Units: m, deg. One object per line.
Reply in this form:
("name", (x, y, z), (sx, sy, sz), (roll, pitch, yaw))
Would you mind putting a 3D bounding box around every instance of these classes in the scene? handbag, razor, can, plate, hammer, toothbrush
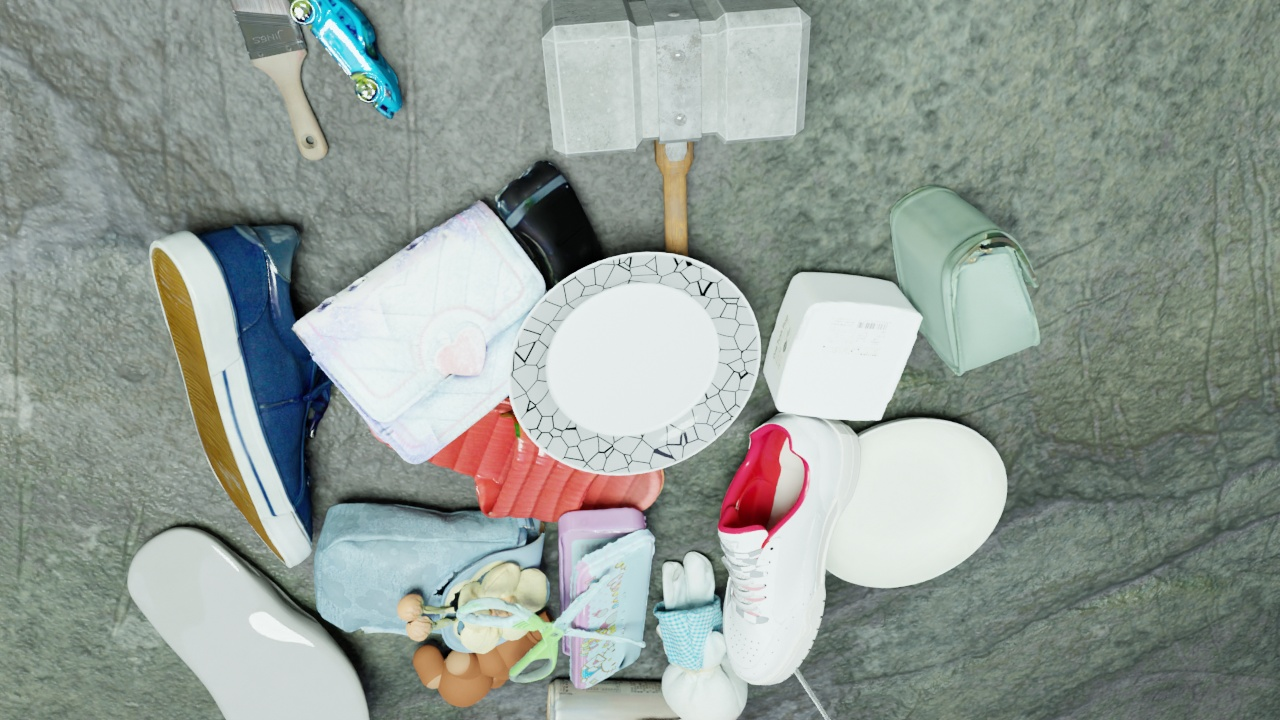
("handbag", (-0.142, -0.020, 0.651), (0.158, 0.069, 0.126), (-39, 121, -15))
("razor", (-0.061, -0.079, 0.677), (0.052, 0.064, 0.140), (-43, 132, -23))
("can", (-0.023, 0.343, 0.902), (0.135, 0.054, 0.054), (5, 118, -8))
("plate", (0.231, 0.122, 0.818), (0.182, 0.034, 0.183), (-2, 118, -4))
("handbag", (0.236, -0.062, 0.670), (0.067, 0.121, 0.106), (-20, 118, 5))
("plate", (-0.004, 0.004, 0.680), (0.188, 0.016, 0.189), (-6, 122, -10))
("hammer", (0.026, -0.095, 0.666), (0.162, 0.082, 0.318), (-5, 126, -3))
("toothbrush", (0.120, 0.238, 0.796), (0.010, 0.181, 0.010), (20, 116, -45))
("handbag", (-0.173, 0.184, 0.766), (0.191, 0.118, 0.122), (7, 120, -18))

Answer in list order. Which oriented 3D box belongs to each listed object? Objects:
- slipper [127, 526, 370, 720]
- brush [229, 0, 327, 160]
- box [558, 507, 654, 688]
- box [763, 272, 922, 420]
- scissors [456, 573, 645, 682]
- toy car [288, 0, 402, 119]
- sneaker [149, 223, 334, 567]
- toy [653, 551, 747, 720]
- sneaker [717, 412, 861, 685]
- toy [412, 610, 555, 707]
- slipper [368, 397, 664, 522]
("slipper", (-0.341, 0.254, 0.821), (0.113, 0.081, 0.266), (-39, 102, -8))
("brush", (-0.241, -0.206, 0.608), (0.039, 0.012, 0.151), (-11, 119, 0))
("box", (-0.031, 0.209, 0.798), (0.078, 0.065, 0.215), (-11, 138, -14))
("box", (0.156, -0.021, 0.735), (0.102, 0.091, 0.107), (4, 126, -12))
("scissors", (-0.070, 0.218, 0.740), (0.172, 0.021, 0.172), (20, 126, -23))
("toy car", (-0.188, -0.207, 0.594), (0.032, 0.048, 0.105), (-33, 115, 8))
("sneaker", (-0.266, 0.029, 0.701), (0.127, 0.121, 0.295), (-27, 132, -38))
("toy", (0.051, 0.279, 0.855), (0.131, 0.105, 0.205), (-4, 90, 30))
("sneaker", (0.098, 0.155, 0.750), (0.104, 0.090, 0.237), (7, 103, -42))
("toy", (-0.140, 0.268, 0.851), (0.127, 0.065, 0.095), (-34, 149, 0))
("slipper", (-0.103, 0.082, 0.737), (0.248, 0.059, 0.104), (18, 125, -7))
